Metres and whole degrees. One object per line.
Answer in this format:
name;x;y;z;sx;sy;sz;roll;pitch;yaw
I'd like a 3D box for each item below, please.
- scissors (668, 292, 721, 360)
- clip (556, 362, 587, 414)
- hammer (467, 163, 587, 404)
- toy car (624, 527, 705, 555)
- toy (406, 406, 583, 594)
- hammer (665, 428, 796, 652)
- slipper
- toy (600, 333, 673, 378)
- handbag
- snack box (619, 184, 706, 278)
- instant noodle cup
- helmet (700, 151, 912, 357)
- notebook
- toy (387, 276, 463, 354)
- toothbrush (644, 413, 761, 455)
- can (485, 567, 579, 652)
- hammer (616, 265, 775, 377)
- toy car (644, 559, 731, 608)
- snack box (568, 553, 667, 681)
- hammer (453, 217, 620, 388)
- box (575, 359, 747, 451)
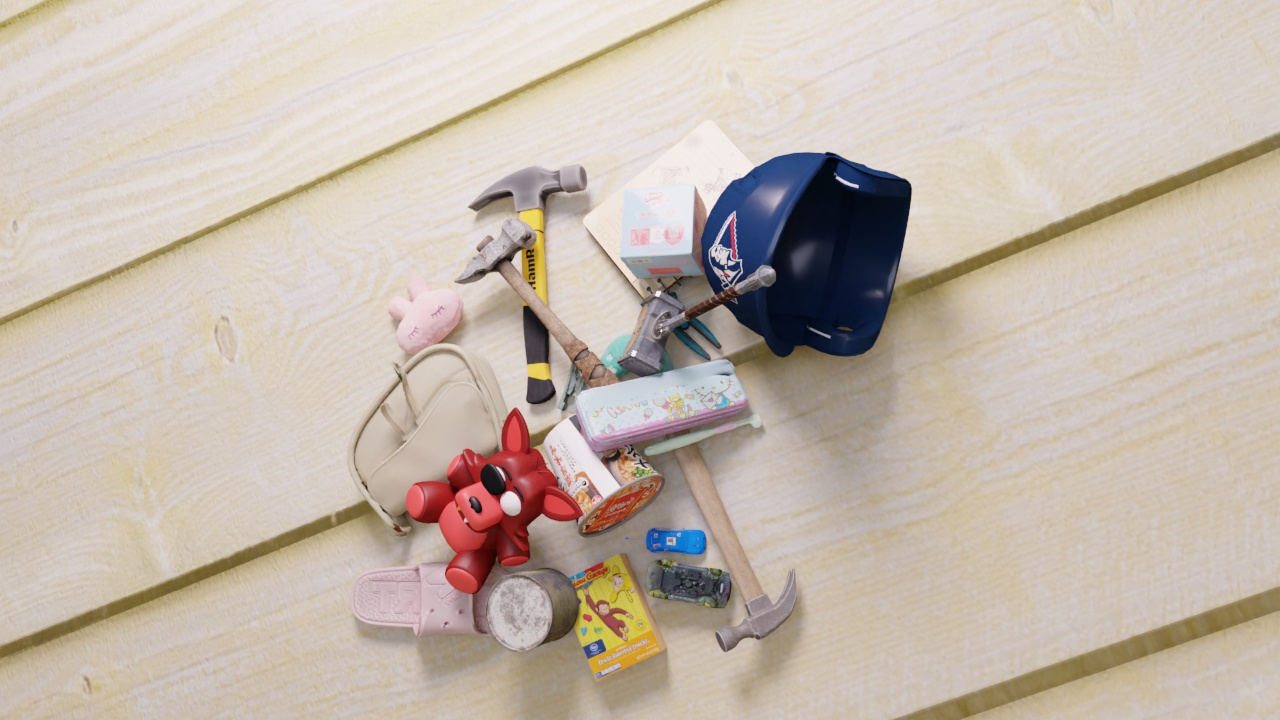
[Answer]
scissors;0.041;-0.052;1.201;0.136;0.019;0.138;3;81;11
clip;-0.085;0.033;1.210;0.044;0.023;0.076;16;85;12
hammer;-0.148;-0.103;1.238;0.170;0.034;0.324;-6;82;19
toy car;0.031;0.222;1.130;0.092;0.062;0.033;0;80;11
toy;-0.179;0.174;1.118;0.198;0.120;0.158;-39;76;27
hammer;0.086;0.181;1.133;0.119;0.031;0.331;-20;71;-16
slipper;-0.269;0.305;1.176;0.239;0.064;0.094;-1;79;13
toy;-0.007;0.007;1.195;0.105;0.033;0.085;-3;90;10
handbag;-0.282;0.097;1.190;0.229;0.132;0.184;-35;82;5
snack box;0.030;-0.160;1.151;0.093;0.079;0.094;-2;75;17
instant noodle cup;-0.054;0.134;1.142;0.123;0.123;0.121;-37;66;3
helmet;0.175;-0.126;1.062;0.223;0.271;0.233;14;115;19
notebook;0.054;-0.198;1.213;0.225;0.024;0.167;-38;67;3
toy;-0.300;-0.065;1.259;0.108;0.053;0.105;-48;60;1
toothbrush;0.078;0.093;1.143;0.154;0.015;0.022;-15;46;-13
can;-0.129;0.298;1.105;0.090;0.074;0.090;-3;83;21
hammer;0.065;-0.056;1.029;0.044;0.323;0.098;28;71;-16
toy car;0.059;0.274;1.128;0.105;0.033;0.048;9;77;4
snack box;-0.036;0.316;1.138;0.088;0.040;0.125;-27;76;6
hammer;-0.107;-0.039;1.184;0.122;0.049;0.318;-43;79;11
box;0.028;0.052;1.125;0.213;0.033;0.076;-13;65;-21
